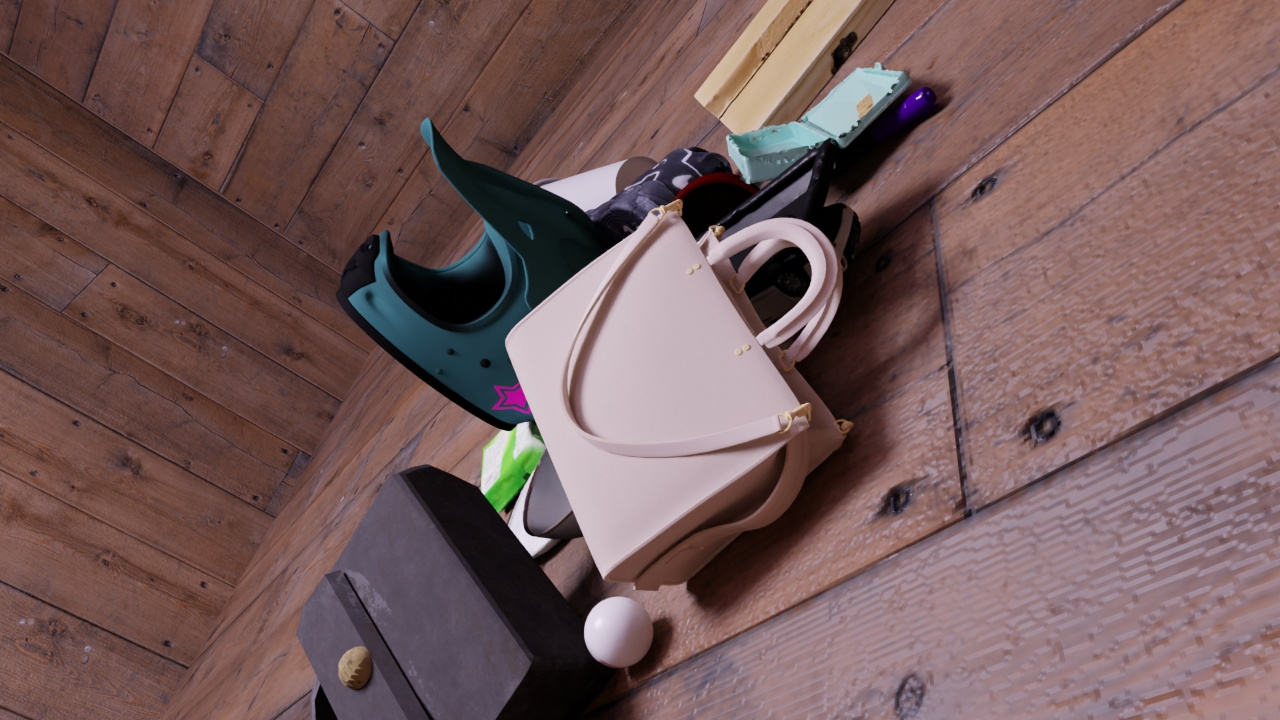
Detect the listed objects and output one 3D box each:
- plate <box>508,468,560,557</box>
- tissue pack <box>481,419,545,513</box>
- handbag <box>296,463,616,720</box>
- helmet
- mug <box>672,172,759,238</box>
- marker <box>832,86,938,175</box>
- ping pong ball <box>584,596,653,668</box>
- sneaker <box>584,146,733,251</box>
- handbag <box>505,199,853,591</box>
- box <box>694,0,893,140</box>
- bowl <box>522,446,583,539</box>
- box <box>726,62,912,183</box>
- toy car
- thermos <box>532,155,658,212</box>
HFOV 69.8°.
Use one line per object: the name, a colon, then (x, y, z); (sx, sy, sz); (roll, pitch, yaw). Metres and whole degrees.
plate: (-0.069, 0.109, 0.802); (0.157, 0.014, 0.156); (-47, 20, 22)
tissue pack: (-0.125, 0.090, 0.941); (0.100, 0.034, 0.114); (-49, 20, 16)
handbag: (-0.152, 0.201, 0.592); (0.197, 0.102, 0.199); (41, 103, 39)
helmet: (-0.132, -0.075, 0.846); (0.200, 0.274, 0.176); (-47, 30, 7)
mug: (0.061, -0.103, 0.756); (0.088, 0.087, 0.114); (-78, 8, -68)
marker: (0.166, -0.160, 0.677); (0.134, 0.018, 0.015); (-31, 27, 57)
ping pong ball: (-0.013, 0.158, 0.535); (0.040, 0.040, 0.040); (-47, 20, 23)
sneaker: (0.019, -0.149, 0.920); (0.150, 0.097, 0.253); (-43, 9, -15)
handbag: (0.035, 0.002, 0.526); (0.198, 0.101, 0.194); (-42, 55, 22)
box: (0.168, -0.341, 0.947); (0.247, 0.068, 0.253); (-51, 25, 16)
bowl: (-0.022, 0.075, 0.676); (0.151, 0.056, 0.150); (-48, 20, 23)
box: (0.136, -0.186, 0.727); (0.139, 0.052, 0.186); (-22, 18, 10)
toy car: (0.080, -0.057, 0.627); (0.192, 0.071, 0.093); (-31, 31, 52)
thermos: (-0.058, -0.177, 1.111); (0.222, 0.131, 0.131); (-10, 48, 55)
